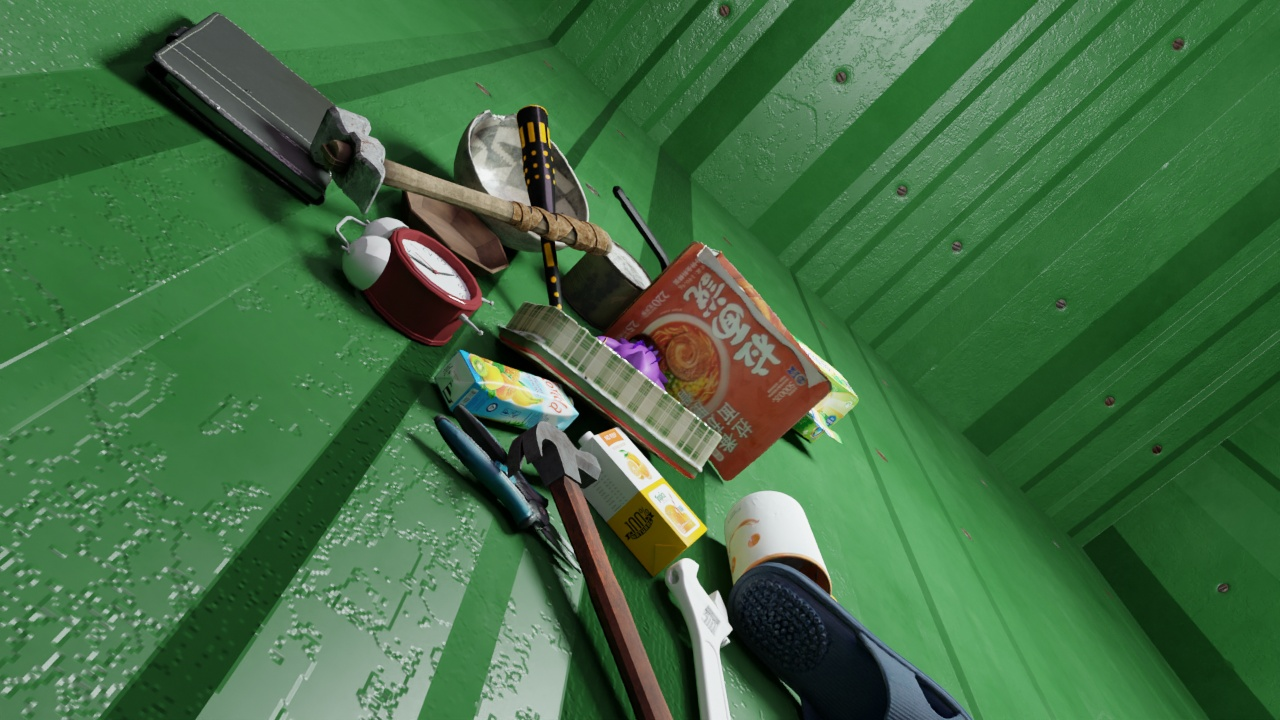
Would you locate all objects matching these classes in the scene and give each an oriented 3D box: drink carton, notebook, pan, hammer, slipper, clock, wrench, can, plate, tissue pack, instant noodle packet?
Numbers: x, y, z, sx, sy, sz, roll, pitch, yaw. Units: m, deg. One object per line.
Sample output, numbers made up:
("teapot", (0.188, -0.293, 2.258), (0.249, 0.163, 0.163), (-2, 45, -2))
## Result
("drink carton", (-0.103, 0.029, 0.730), (0.128, 0.039, 0.044), (22, 28, -53))
("notebook", (-0.336, -0.230, 0.812), (0.169, 0.029, 0.208), (39, 15, -26))
("drink carton", (-0.007, 0.112, 0.758), (0.122, 0.040, 0.058), (48, 17, 10))
("pan", (0.052, -0.072, 1.178), (0.356, 0.044, 0.204), (53, 7, -28))
("hammer", (-0.098, -0.140, 0.971), (0.123, 0.036, 0.320), (20, 51, -43))
("slipper", (0.168, 0.268, 0.708), (0.263, 0.101, 0.082), (45, 16, 13))
("clock", (-0.186, -0.068, 0.744), (0.137, 0.048, 0.096), (41, 17, -17))
("wrench", (0.050, 0.237, 0.632), (0.066, 0.018, 0.272), (48, 16, -23))
("can", (-0.041, -0.090, 1.094), (0.090, 0.075, 0.089), (40, 19, -17))
("plate", (-0.190, -0.127, 0.914), (0.131, 0.025, 0.131), (40, 17, -16))
("hammer", (-0.019, 0.163, 0.603), (0.111, 0.028, 0.300), (44, 16, -51))
("hammer", (-0.144, -0.144, 0.847), (0.318, 0.049, 0.121), (11, 29, -47))
("tissue pack", (0.237, 0.051, 1.363), (0.197, 0.120, 0.141), (26, 23, -32))
("instant noodle packet", (0.087, 0.003, 1.026), (0.221, 0.165, 0.084), (52, 17, 19))

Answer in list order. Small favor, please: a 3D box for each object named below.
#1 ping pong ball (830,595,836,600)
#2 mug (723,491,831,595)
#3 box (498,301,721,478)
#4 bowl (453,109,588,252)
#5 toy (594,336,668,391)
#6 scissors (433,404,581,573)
("ping pong ball", (0.170, 0.240, 0.873), (0.040, 0.040, 0.040), (40, 18, -16))
("mug", (0.121, 0.179, 0.829), (0.082, 0.082, 0.105), (40, 17, -17))
("box", (-0.029, 0.026, 0.834), (0.205, 0.050, 0.118), (40, -10, -23))
("bowl", (-0.148, -0.188, 1.045), (0.178, 0.081, 0.178), (32, 41, -32))
("toy", (-0.006, 0.006, 0.980), (0.106, 0.056, 0.088), (43, 16, 5))
("scissors", (-0.095, 0.088, 0.644), (0.144, 0.019, 0.126), (38, 17, -40))
